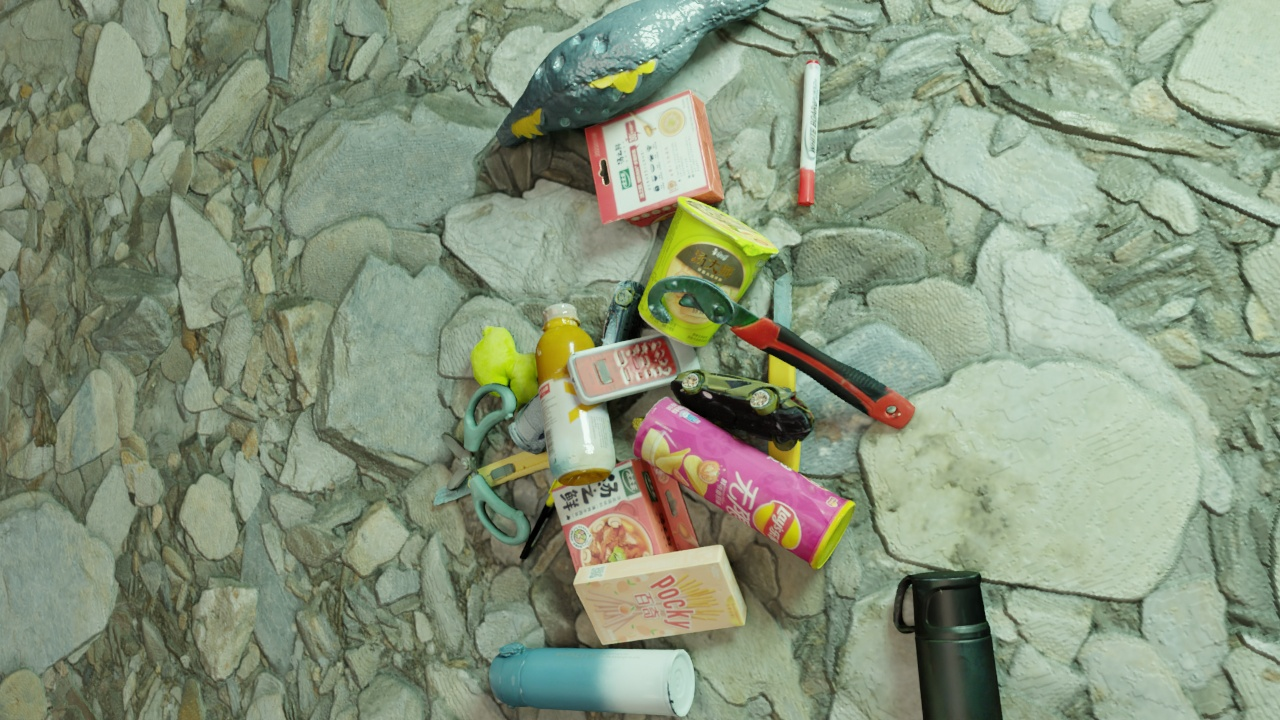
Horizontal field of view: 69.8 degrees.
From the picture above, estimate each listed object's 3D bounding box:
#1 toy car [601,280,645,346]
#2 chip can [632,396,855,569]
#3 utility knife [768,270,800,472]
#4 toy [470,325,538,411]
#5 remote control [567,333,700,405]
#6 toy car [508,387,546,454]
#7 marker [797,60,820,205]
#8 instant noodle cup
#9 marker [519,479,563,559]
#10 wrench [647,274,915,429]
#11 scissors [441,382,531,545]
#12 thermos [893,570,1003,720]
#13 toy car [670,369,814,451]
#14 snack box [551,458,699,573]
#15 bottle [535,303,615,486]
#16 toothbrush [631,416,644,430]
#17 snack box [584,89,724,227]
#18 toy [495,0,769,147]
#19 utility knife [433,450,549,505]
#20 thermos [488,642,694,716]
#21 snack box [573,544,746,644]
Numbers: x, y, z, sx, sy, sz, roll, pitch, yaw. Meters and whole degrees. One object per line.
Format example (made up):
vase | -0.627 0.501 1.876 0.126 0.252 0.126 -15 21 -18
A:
toy car | -0.020 -0.033 0.976 0.031 0.049 0.105 13 91 29
chip can | 0.096 0.114 0.881 0.210 0.071 0.071 30 99 22
utility knife | 0.143 0.019 0.910 0.033 0.015 0.216 0 88 27
toy | -0.156 0.010 1.049 0.100 0.031 0.096 5 90 26
remote control | -0.006 0.005 0.933 0.020 0.135 0.056 125 129 -61
toy car | -0.092 0.051 1.008 0.121 0.036 0.054 -44 63 8
marker | 0.169 -0.228 0.918 0.017 0.017 0.145 2 87 26
instant noodle cup | 0.059 -0.083 0.916 0.112 0.111 0.124 36 109 24
marker | -0.106 0.168 1.018 0.015 0.018 0.124 28 100 5
wrench | 0.133 -0.010 0.864 0.273 0.016 0.056 27 116 3
scissors | -0.162 0.111 1.016 0.171 0.019 0.170 44 123 28
thermos | 0.273 0.310 0.804 0.090 0.068 0.242 -18 74 57
toy car | 0.096 0.042 0.893 0.158 0.070 0.042 13 58 40
snack box | -0.017 0.167 0.961 0.127 0.044 0.113 -24 76 22
bottle | -0.071 0.033 0.952 0.068 0.068 0.189 -20 68 23
toothbrush | 0.067 0.109 0.940 0.190 0.016 0.016 32 99 25
snack box | 0.014 -0.209 0.976 0.127 0.044 0.113 -14 80 23
toy | -0.027 -0.310 0.964 0.357 0.137 0.091 -23 101 22
utility knife | -0.158 0.130 1.053 0.205 0.021 0.031 -23 70 27
thermos | -0.055 0.331 0.955 0.221 0.070 0.070 -7 83 25
snack box | 0.019 0.236 0.918 0.157 0.026 0.084 -14 114 19
